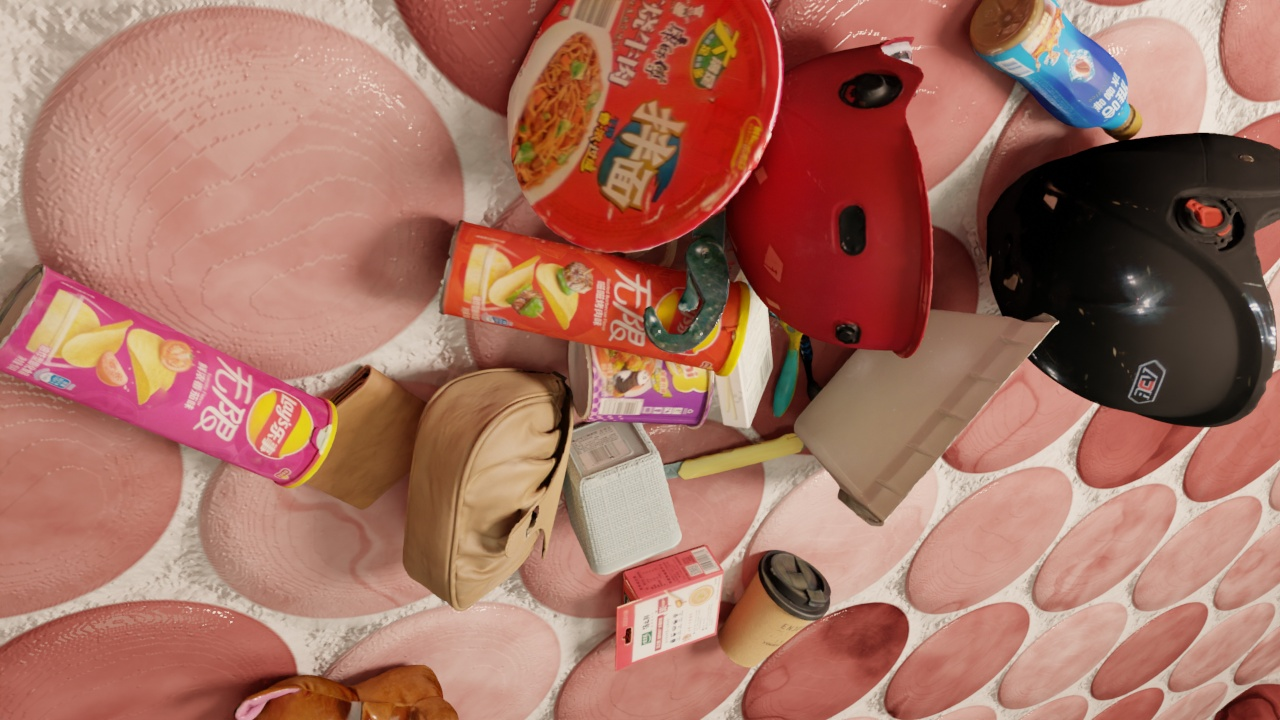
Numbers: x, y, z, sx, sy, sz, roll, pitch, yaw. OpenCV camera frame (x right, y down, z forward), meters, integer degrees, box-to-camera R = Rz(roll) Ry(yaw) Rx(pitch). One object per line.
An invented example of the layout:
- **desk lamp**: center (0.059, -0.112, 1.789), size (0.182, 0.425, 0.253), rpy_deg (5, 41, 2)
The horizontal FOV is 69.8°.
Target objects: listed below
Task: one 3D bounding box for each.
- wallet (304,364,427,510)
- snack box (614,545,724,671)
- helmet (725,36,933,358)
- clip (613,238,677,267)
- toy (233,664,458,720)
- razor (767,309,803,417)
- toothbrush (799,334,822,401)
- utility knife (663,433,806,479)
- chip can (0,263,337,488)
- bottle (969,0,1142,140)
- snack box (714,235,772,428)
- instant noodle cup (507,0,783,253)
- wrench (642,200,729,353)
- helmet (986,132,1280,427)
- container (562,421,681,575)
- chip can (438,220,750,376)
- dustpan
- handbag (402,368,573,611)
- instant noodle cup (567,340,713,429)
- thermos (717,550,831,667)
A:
- **wallet**: center (-0.220, 0.066, 0.737), size (0.115, 0.020, 0.101), rpy_deg (-39, 134, 8)
- **snack box**: center (0.023, 0.270, 1.003), size (0.127, 0.044, 0.113), rpy_deg (-13, 130, -20)
- **helmet**: center (0.130, -0.109, 0.660), size (0.144, 0.239, 0.207), rpy_deg (0, 129, 11)
- **clip**: center (0.008, -0.106, 0.725), size (0.103, 0.092, 0.035), rpy_deg (-56, 139, -29)
- **toy**: center (-0.283, 0.351, 0.861), size (0.199, 0.130, 0.140), rpy_deg (14, 123, -24)
- **razor**: center (0.139, 0.003, 0.871), size (0.028, 0.043, 0.133), rpy_deg (-43, 146, -38)
- **toothbrush**: center (0.156, -0.019, 0.872), size (0.014, 0.016, 0.190), rpy_deg (-31, 132, -11)
- **utility knife**: center (0.088, 0.100, 0.925), size (0.196, 0.020, 0.031), rpy_deg (-14, 125, -19)
- **chip can**: center (-0.313, 0.017, 0.615), size (0.071, 0.071, 0.210), rpy_deg (-46, 132, 10)
- **bottle**: center (0.364, -0.242, 0.776), size (0.218, 0.065, 0.065), rpy_deg (17, 115, -36)
- **snack box**: center (0.086, -0.025, 0.789), size (0.027, 0.084, 0.157), rpy_deg (7, 135, 23)
- **instant noodle cup**: center (0.009, -0.159, 0.590), size (0.194, 0.194, 0.065), rpy_deg (-52, 155, 15)
- **wrench**: center (0.043, -0.140, 0.628), size (0.056, 0.016, 0.273), rpy_deg (7, 90, -7)
- **helmet**: center (0.437, -0.070, 0.816), size (0.230, 0.274, 0.234), rpy_deg (-1, 140, 7)
- **container**: center (-0.023, 0.115, 0.833), size (0.090, 0.090, 0.112), rpy_deg (-20, 127, -12)
- **chip can**: center (-0.032, -0.045, 0.663), size (0.216, 0.073, 0.073), rpy_deg (13, 120, -8)
- **dustpan**: center (0.266, 0.060, 0.862), size (0.142, 0.258, 0.222), rpy_deg (42, 89, -23)
- **handbag**: center (-0.117, 0.105, 0.751), size (0.147, 0.100, 0.205), rpy_deg (-32, 144, -48)
- **instant noodle cup**: center (-0.004, 0.004, 0.751), size (0.099, 0.111, 0.112), rpy_deg (-3, 126, -14)
- **thermos**: center (0.151, 0.289, 1.060), size (0.093, 0.093, 0.144), rpy_deg (10, 126, -33)
